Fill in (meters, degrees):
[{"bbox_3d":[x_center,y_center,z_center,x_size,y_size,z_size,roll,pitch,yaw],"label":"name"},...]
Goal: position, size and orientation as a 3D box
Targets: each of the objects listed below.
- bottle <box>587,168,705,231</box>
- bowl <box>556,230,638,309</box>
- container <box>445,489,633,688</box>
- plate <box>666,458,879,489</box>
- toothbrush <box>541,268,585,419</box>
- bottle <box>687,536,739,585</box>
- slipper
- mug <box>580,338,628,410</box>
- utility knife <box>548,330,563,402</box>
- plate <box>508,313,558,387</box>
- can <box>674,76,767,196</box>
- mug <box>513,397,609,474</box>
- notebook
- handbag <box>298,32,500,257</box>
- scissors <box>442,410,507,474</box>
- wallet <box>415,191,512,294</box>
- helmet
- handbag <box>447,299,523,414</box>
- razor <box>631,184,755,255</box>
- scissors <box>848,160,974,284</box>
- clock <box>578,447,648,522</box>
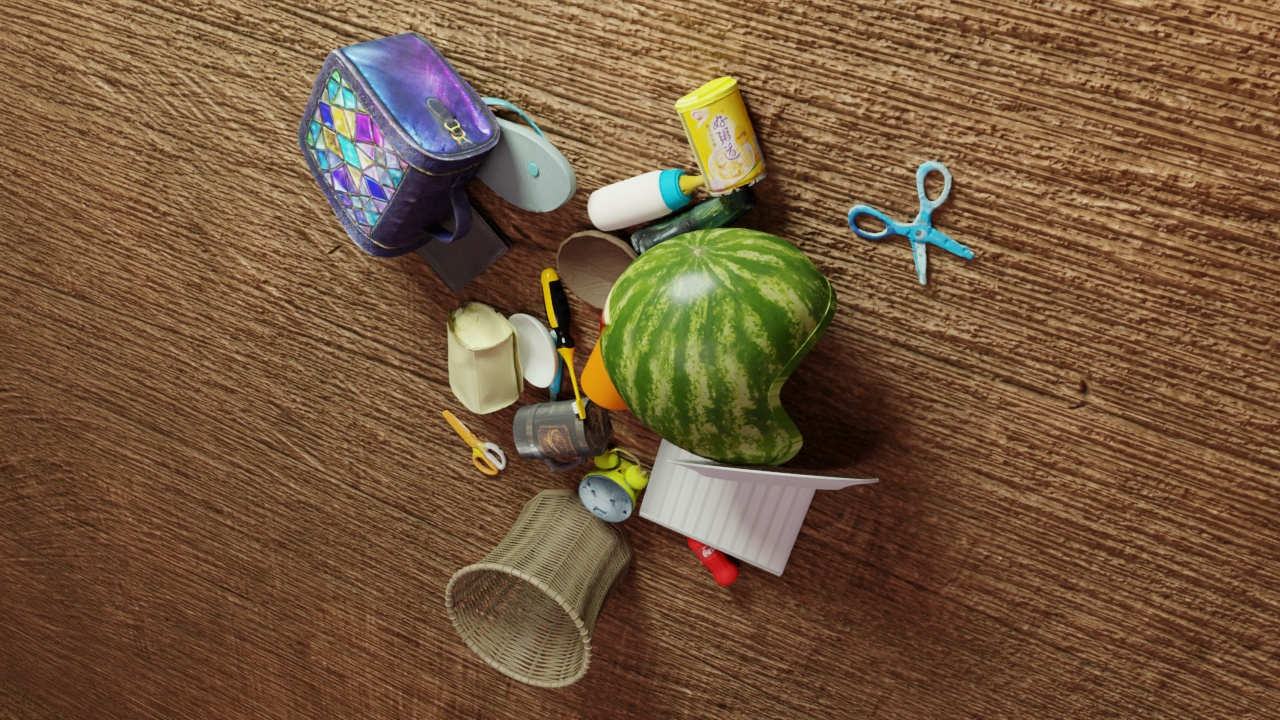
[{"bbox_3d":[0.011,-0.183,1.024,0.146,0.051,0.051,-11,115,31],"label":"bottle"},{"bbox_3d":[-0.042,-0.113,1.103,0.118,0.030,0.118,16,138,15],"label":"bowl"},{"bbox_3d":[-0.133,0.321,1.332,0.227,0.195,0.227,13,125,19],"label":"container"},{"bbox_3d":[0.151,0.133,1.063,0.243,0.242,0.016,3,85,25],"label":"plate"},{"bbox_3d":[-0.095,-0.020,1.166,0.031,0.031,0.197,-9,97,34],"label":"toothbrush"},{"bbox_3d":[0.092,0.261,1.284,0.036,0.036,0.119,-28,105,37],"label":"bottle"},{"bbox_3d":[-0.174,-0.258,1.077,0.269,0.054,0.098,33,133,18],"label":"slipper"},{"bbox_3d":[-0.007,0.007,1.150,0.112,0.077,0.096,15,131,-16],"label":"mug"},{"bbox_3d":[-0.115,0.032,1.253,0.022,0.015,0.181,22,131,19],"label":"utility knife"},{"bbox_3d":[-0.137,-0.017,1.211,0.104,0.026,0.104,30,134,37],"label":"plate"},{"bbox_3d":[0.084,-0.231,0.947,0.068,0.067,0.105,-10,116,31],"label":"can"},{"bbox_3d":[-0.101,0.107,1.247,0.107,0.079,0.116,-7,123,23],"label":"mug"},{"bbox_3d":[0.112,0.188,1.224,0.210,0.009,0.143,22,114,13],"label":"notebook"},{"bbox_3d":[-0.267,-0.232,1.044,0.222,0.125,0.205,54,139,2],"label":"handbag"},{"bbox_3d":[-0.252,0.120,1.378,0.064,0.013,0.128,-31,105,37],"label":"scissors"},{"bbox_3d":[-0.234,-0.152,1.183,0.120,0.031,0.099,-33,105,35],"label":"wallet"},{"bbox_3d":[0.077,-0.024,0.976,0.243,0.212,0.248,5,137,8],"label":"helmet"},{"bbox_3d":[-0.215,-0.008,1.228,0.111,0.081,0.119,41,142,39],"label":"handbag"},{"bbox_3d":[0.057,-0.148,1.017,0.152,0.067,0.054,-25,92,31],"label":"razor"},{"bbox_3d":[0.277,-0.139,0.949,0.138,0.011,0.134,1,122,25],"label":"scissors"},{"bbox_3d":[-0.035,0.170,1.275,0.083,0.056,0.119,30,129,7],"label":"clock"}]
